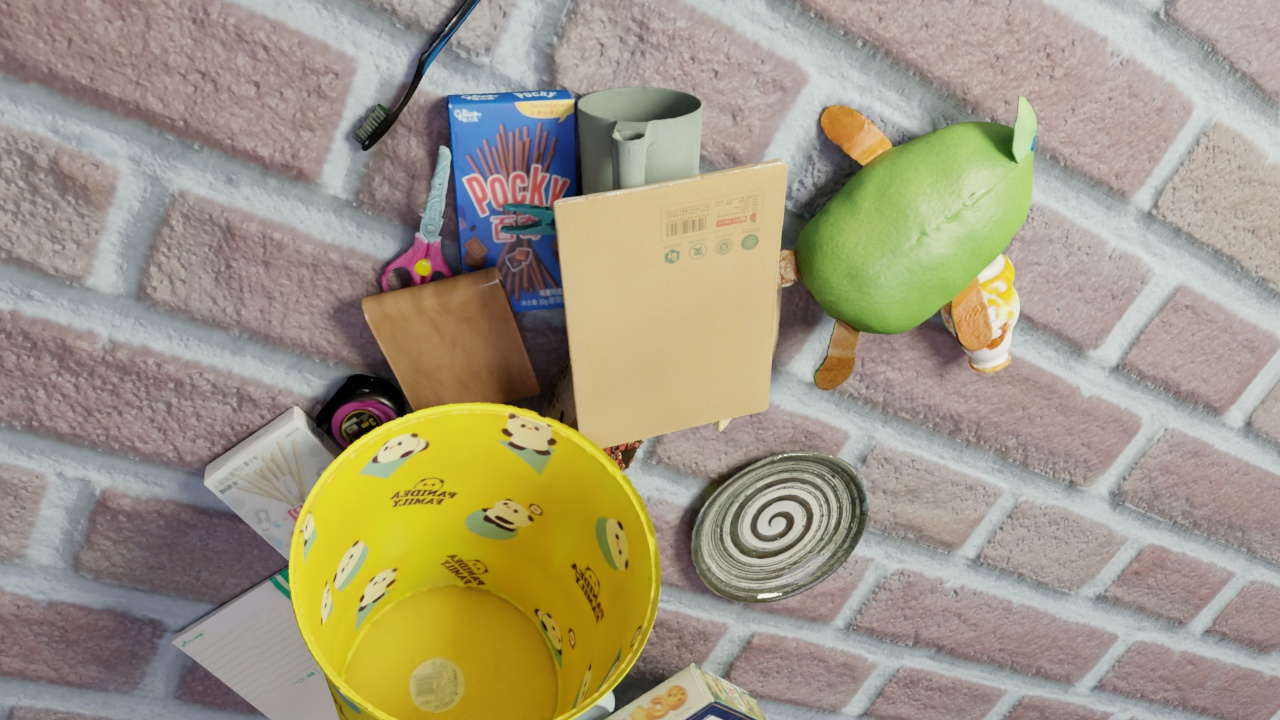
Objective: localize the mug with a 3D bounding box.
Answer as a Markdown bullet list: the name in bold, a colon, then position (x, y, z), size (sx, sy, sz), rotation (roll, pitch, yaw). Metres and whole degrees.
- **mug**: position (-0.003, -0.117, 0.617), size (0.084, 0.123, 0.103), rotation (3, 122, 5)

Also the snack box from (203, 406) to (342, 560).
- **snack box**: position (-0.256, 0.116, 0.726), size (0.084, 0.027, 0.157), rotation (-35, 121, -2)

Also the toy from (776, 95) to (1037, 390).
- **toy**: position (0.200, -0.094, 0.704), size (0.247, 0.090, 0.227), rotation (-36, 106, 5)

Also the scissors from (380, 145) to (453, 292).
- **scissors**: position (-0.148, -0.090, 0.639), size (0.057, 0.017, 0.134), rotation (12, 127, -11)

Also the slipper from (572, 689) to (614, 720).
- **slipper**: position (-0.142, 0.352, 0.853), size (0.245, 0.074, 0.104), rotation (-11, 141, -6)

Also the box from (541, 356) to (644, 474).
- **box**: position (-0.004, 0.004, 0.700), size (0.076, 0.091, 0.169), rotation (22, 111, -20)

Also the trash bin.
- **trash bin**: position (-0.127, 0.195, 0.670), size (0.229, 0.229, 0.256), rotation (0, 143, -17)

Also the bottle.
- **bottle**: position (0.289, -0.041, 0.779), size (0.063, 0.063, 0.108), rotation (-26, 122, -1)

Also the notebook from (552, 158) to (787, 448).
- **notebook**: position (0.022, -0.028, 0.611), size (0.147, 0.008, 0.208), rotation (-12, 132, -11)

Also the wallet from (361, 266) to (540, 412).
- **wallet**: position (-0.136, -0.009, 0.673), size (0.101, 0.020, 0.115), rotation (-12, 128, 3)

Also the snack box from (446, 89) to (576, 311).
- **snack box**: position (-0.088, -0.109, 0.651), size (0.084, 0.026, 0.157), rotation (-6, 120, -12)

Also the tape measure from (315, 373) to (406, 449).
- **tape measure**: position (-0.207, 0.040, 0.694), size (0.058, 0.039, 0.057), rotation (36, 104, -25)

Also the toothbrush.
- **toothbrush**: position (-0.126, -0.211, 0.590), size (0.016, 0.014, 0.190), rotation (40, 102, -6)

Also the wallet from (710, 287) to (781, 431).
- **wallet**: position (0.081, -0.006, 0.720), size (0.024, 0.114, 0.087), rotation (12, 130, 26)

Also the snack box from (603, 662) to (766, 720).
- **snack box**: position (0.020, 0.384, 0.919), size (0.178, 0.045, 0.182), rotation (-35, 143, 5)

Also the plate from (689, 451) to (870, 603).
- **plate**: position (0.131, 0.155, 0.869), size (0.179, 0.024, 0.180), rotation (-6, 121, -11)

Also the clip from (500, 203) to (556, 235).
- **clip**: position (-0.069, -0.098, 0.637), size (0.056, 0.014, 0.043), rotation (-1, 119, -17)

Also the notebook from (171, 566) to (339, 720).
- **notebook**: position (-0.281, 0.268, 0.818), size (0.150, 0.012, 0.209), rotation (-31, 122, 1)
